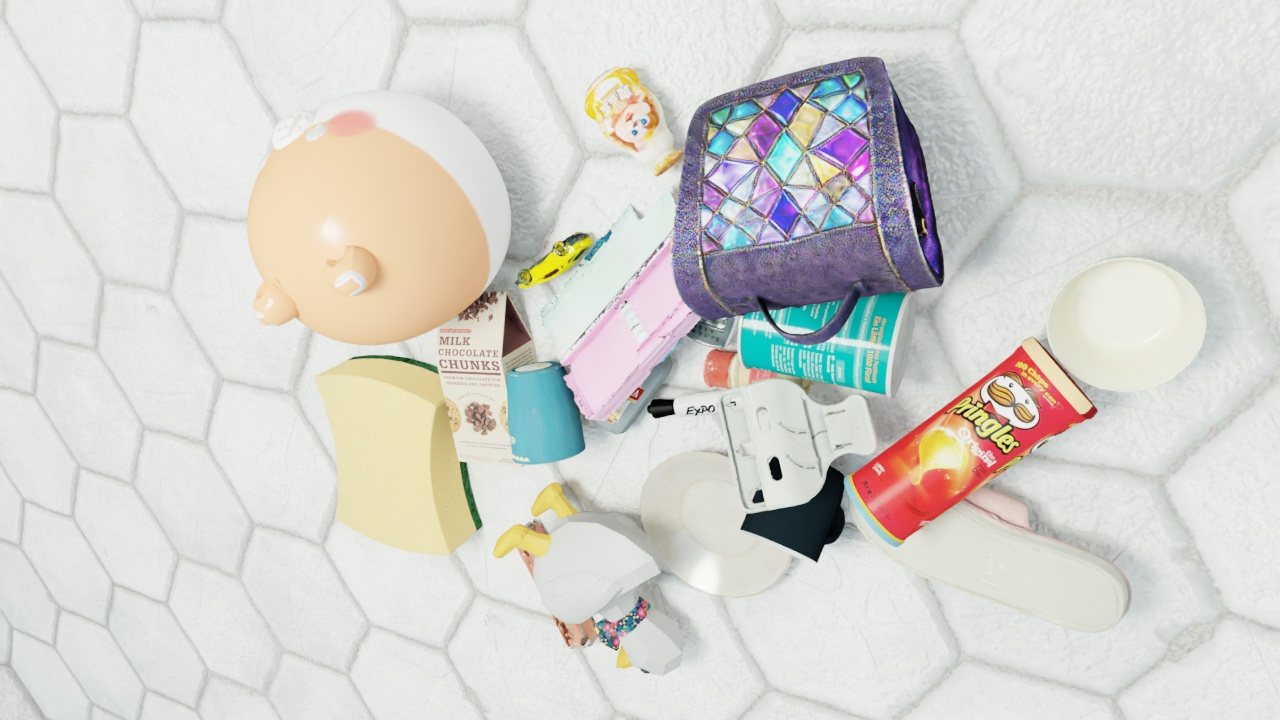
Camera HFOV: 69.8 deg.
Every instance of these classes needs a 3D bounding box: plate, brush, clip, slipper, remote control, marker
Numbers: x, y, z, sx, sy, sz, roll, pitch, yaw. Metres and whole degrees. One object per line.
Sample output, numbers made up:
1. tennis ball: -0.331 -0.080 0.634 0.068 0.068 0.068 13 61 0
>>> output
1. plate: 0.088 0.186 1.057 0.189 0.027 0.189 11 116 24
2. brush: -0.318 0.124 1.217 0.195 0.075 0.250 11 116 24
3. clip: 0.155 0.075 0.886 0.148 0.081 0.125 -13 84 14
4. slipper: 0.336 0.178 0.904 0.275 0.054 0.114 23 125 29
5. remote control: 0.081 -0.068 0.950 0.060 0.028 0.114 24 121 18
6. marker: 0.064 0.049 1.012 0.126 0.025 0.025 -8 107 30

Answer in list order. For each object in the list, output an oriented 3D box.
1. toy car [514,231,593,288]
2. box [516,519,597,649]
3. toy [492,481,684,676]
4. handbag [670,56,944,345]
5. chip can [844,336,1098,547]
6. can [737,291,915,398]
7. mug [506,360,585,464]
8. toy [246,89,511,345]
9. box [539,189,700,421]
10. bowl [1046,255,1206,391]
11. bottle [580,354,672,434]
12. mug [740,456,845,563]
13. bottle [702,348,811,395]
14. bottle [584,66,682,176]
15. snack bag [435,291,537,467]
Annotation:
1. toy car: -0.096 -0.108 1.016 0.107 0.049 0.030 -30 97 35
2. box: -0.116 0.297 1.205 0.053 0.058 0.187 -9 108 62
3. toy: -0.039 0.266 1.094 0.267 0.140 0.247 41 144 3
4. handbag: 0.140 -0.121 0.781 0.205 0.125 0.221 -7 70 28
5. chip can: 0.295 0.077 0.835 0.214 0.086 0.087 -41 89 20
6. can: 0.178 -0.027 0.873 0.144 0.099 0.099 12 116 23
7. mug: -0.111 0.054 1.058 0.084 0.112 0.104 -8 101 4
8. toy: -0.281 -0.144 0.963 0.263 0.279 0.266 -15 124 32
9. box: -0.016 -0.066 0.967 0.231 0.035 0.159 -47 59 28
10. bowl: 0.406 -0.038 0.770 0.115 0.062 0.115 11 115 24
11. bottle: -0.006 0.006 1.017 0.072 0.046 0.162 41 124 9
12. mug: 0.173 0.157 0.960 0.121 0.094 0.085 31 168 -34
13. bottle: 0.121 0.015 0.957 0.109 0.044 0.044 9 115 24
14. bottle: -0.005 -0.233 0.904 0.108 0.063 0.063 50 124 0
15. snack bag: -0.181 0.017 1.101 0.094 0.069 0.206 2 112 27
